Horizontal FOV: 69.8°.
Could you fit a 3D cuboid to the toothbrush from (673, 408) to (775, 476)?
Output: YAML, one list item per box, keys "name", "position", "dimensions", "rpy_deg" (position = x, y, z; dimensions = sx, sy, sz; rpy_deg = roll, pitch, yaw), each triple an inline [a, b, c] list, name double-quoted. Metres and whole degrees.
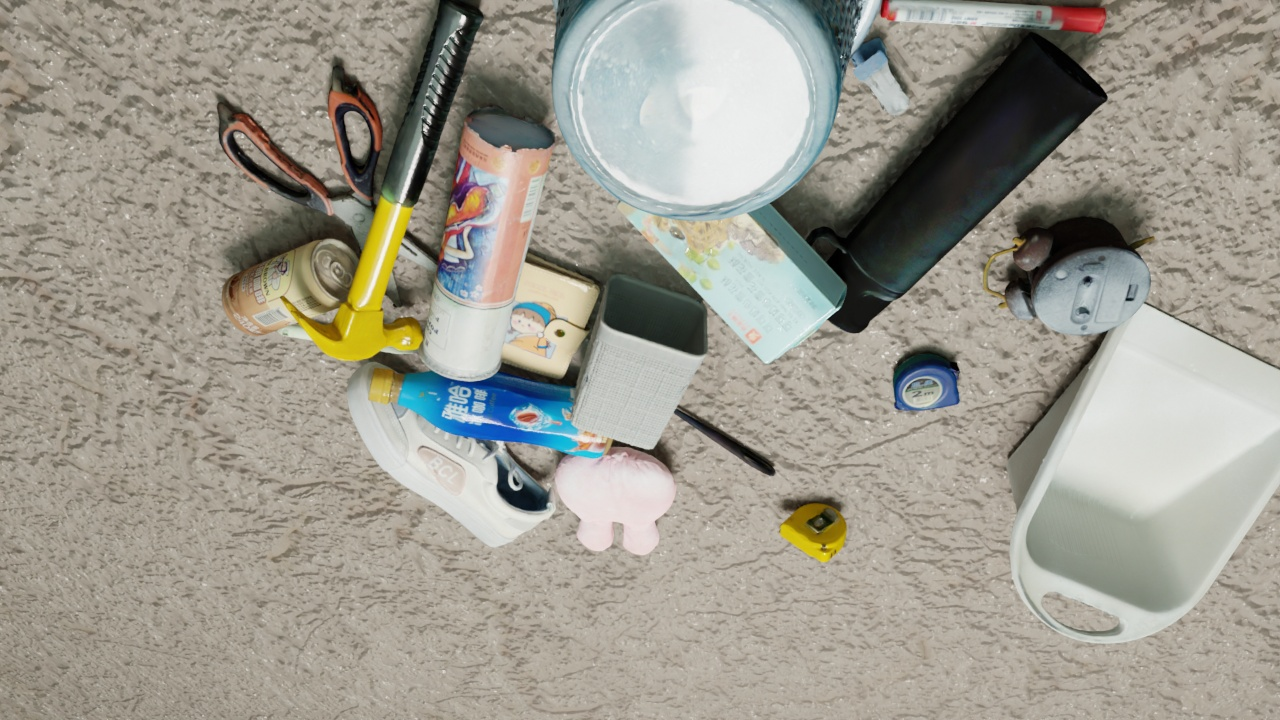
- name: "toothbrush"
  position: [0.059, 0.067, 0.881]
  dimensions: [0.181, 0.015, 0.018]
  rpy_deg: [31, 132, -17]

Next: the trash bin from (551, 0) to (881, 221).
- name: "trash bin"
  position: [0.037, -0.194, 0.541]
  dimensions: [0.226, 0.194, 0.227]
  rpy_deg: [5, 135, 5]

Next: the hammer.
- name: "hammer"
  position: [-0.185, -0.125, 0.700]
  dimensions: [0.033, 0.128, 0.301]
  rpy_deg: [41, 118, 28]

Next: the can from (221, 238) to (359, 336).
- name: "can"
  position: [-0.296, -0.061, 0.780]
  dimensions: [0.116, 0.058, 0.058]
  rpy_deg: [-15, 126, 28]

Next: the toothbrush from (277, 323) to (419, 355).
- name: "toothbrush"
  position: [-0.240, -0.013, 0.846]
  dimensions: [0.189, 0.020, 0.029]
  rpy_deg: [11, 137, -2]

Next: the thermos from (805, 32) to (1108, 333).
- name: "thermos"
  position: [0.211, -0.123, 0.671]
  dimensions: [0.090, 0.068, 0.243]
  rpy_deg: [25, 128, -21]

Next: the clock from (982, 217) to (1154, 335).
- name: "clock"
  position: [0.331, -0.066, 0.715]
  dimensions: [0.122, 0.055, 0.082]
  rpy_deg: [0, 130, 8]

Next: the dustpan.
- name: "dustpan"
  position: [0.444, 0.121, 0.801]
  dimensions: [0.222, 0.142, 0.259]
  rpy_deg: [22, 129, -12]

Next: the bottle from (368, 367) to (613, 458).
- name: "bottle"
  position: [-0.132, 0.042, 0.828]
  dimensions: [0.218, 0.065, 0.065]
  rpy_deg: [11, 130, -16]

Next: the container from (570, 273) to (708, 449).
- name: "container"
  position: [-0.005, 0.005, 0.783]
  dimensions: [0.090, 0.090, 0.115]
  rpy_deg: [18, 124, -8]

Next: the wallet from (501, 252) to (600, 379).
- name: "wallet"
  position: [-0.088, -0.036, 0.810]
  dimensions: [0.087, 0.024, 0.115]
  rpy_deg: [23, 127, -6]

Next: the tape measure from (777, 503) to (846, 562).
- name: "tape measure"
  position: [0.178, 0.169, 0.922]
  dimensions: [0.060, 0.057, 0.029]
  rpy_deg: [32, 142, 33]

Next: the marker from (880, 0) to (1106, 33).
- name: "marker"
  position: [0.235, -0.232, 0.615]
  dimensions: [0.145, 0.017, 0.017]
  rpy_deg: [5, 129, 3]

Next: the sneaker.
- name: "sneaker"
  position: [-0.171, 0.086, 0.876]
  dimensions: [0.091, 0.089, 0.242]
  rpy_deg: [-26, 122, 23]

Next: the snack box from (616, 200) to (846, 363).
- name: "snack box"
  position: [0.070, -0.086, 0.696]
  dimensions: [0.175, 0.051, 0.074]
  rpy_deg: [46, 122, -3]

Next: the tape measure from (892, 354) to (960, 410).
- name: "tape measure"
  position: [0.252, 0.019, 0.813]
  dimensions: [0.058, 0.025, 0.054]
  rpy_deg: [-10, 125, 10]

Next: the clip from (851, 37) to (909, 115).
- name: "clip"
  position: [0.171, -0.197, 0.650]
  dimensions: [0.027, 0.043, 0.058]
  rpy_deg: [-28, 129, 22]

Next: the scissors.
- name: "scissors"
  position: [-0.244, -0.137, 0.749]
  dimensions: [0.189, 0.015, 0.228]
  rpy_deg: [9, 129, -1]

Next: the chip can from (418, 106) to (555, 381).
- name: "chip can"
  position: [-0.124, -0.087, 0.730]
  dimensions: [0.071, 0.071, 0.215]
  rpy_deg: [16, 124, -7]

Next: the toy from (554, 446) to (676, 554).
- name: "toy"
  position: [-0.026, 0.142, 0.928]
  dimensions: [0.121, 0.054, 0.160]
  rpy_deg: [6, 134, 3]
